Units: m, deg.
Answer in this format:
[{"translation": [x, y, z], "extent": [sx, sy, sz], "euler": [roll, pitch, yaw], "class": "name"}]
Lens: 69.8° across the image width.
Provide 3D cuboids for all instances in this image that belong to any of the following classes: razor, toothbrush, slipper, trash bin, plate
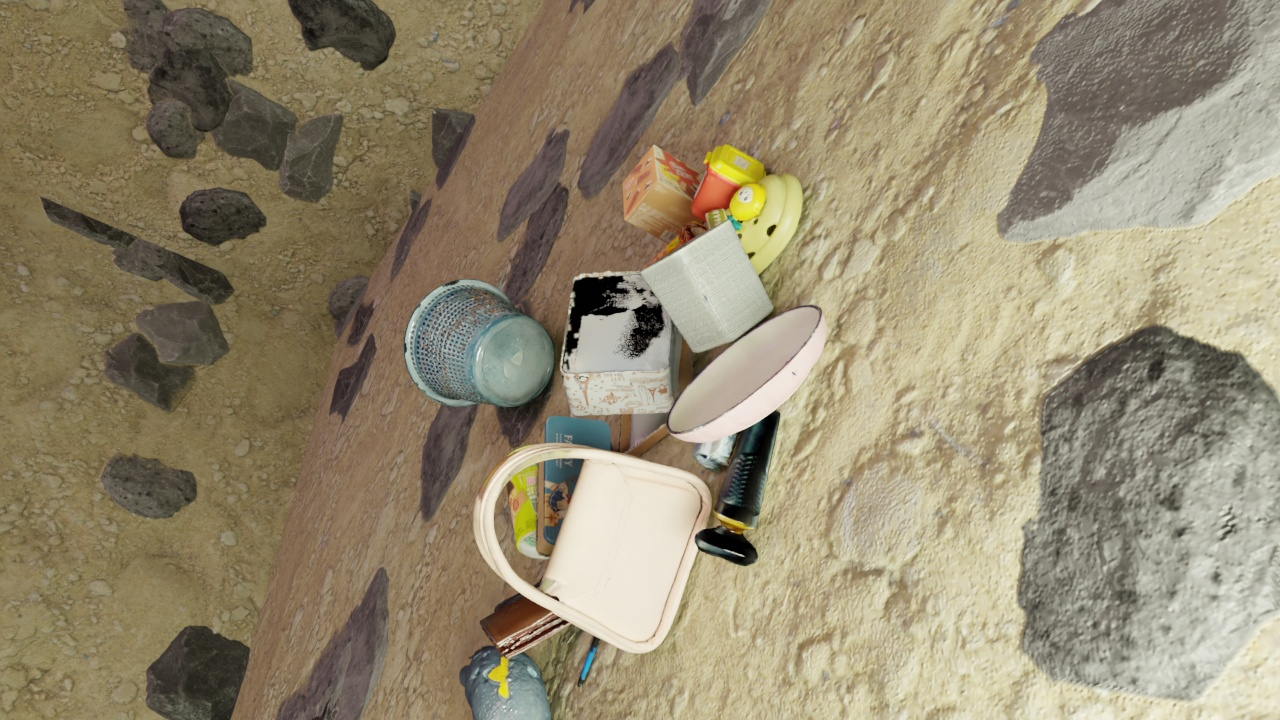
[{"translation": [0.102, 0.118, 0.896], "extent": [0.068, 0.062, 0.167], "euler": [95, -166, -66], "class": "razor"}, {"translation": [-0.160, 0.321, 1.253], "extent": [0.182, 0.018, 0.015], "euler": [-39, 42, 46], "class": "toothbrush"}, {"translation": [-0.039, 0.283, 1.053], "extent": [0.014, 0.016, 0.189], "euler": [6, 73, 68], "class": "toothbrush"}, {"translation": [0.111, -0.141, 1.069], "extent": [0.191, 0.081, 0.091], "euler": [-52, 31, 31], "class": "slipper"}, {"translation": [-0.252, -0.013, 1.531], "extent": [0.195, 0.226, 0.226], "euler": [18, 83, 52], "class": "trash bin"}, {"translation": [0.111, 0.020, 0.910], "extent": [0.192, 0.039, 0.192], "euler": [-38, 11, 9], "class": "plate"}]

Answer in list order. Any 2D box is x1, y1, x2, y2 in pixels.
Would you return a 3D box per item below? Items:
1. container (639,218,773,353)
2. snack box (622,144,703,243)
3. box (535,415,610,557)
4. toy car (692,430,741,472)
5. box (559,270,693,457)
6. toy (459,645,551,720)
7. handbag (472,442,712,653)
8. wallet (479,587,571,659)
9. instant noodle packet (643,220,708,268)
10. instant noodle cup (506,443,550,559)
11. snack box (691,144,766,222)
[{"translation": [0.076, -0.078, 1.015], "extent": [0.090, 0.114, 0.090], "euler": [-35, 8, -31], "class": "container"}, {"translation": [0.035, -0.226, 1.272], "extent": [0.077, 0.092, 0.094], "euler": [-47, 31, 34], "class": "snack box"}, {"translation": [-0.083, 0.152, 1.136], "extent": [0.061, 0.089, 0.184], "euler": [124, 147, -56], "class": "box"}, {"translation": [0.079, 0.089, 0.957], "extent": [0.091, 0.034, 0.043], "euler": [132, 159, -74], "class": "toy car"}, {"translation": [-0.006, 0.008, 1.145], "extent": [0.178, 0.153, 0.182], "euler": [83, -171, -47], "class": "box"}, {"translation": [-0.162, 0.416, 1.085], "extent": [0.356, 0.091, 0.138], "euler": [-145, 70, -66], "class": "toy"}, {"translation": [-0.057, 0.173, 0.927], "extent": [0.093, 0.234, 0.193], "euler": [-5, 63, 60], "class": "handbag"}, {"translation": [-0.130, 0.307, 1.115], "extent": [0.124, 0.032, 0.101], "euler": [-27, 13, -20], "class": "wallet"}, {"translation": [0.041, -0.116, 1.223], "extent": [0.129, 0.044, 0.110], "euler": [-41, 30, 41], "class": "instant noodle packet"}, {"translation": [-0.126, 0.190, 1.207], "extent": [0.112, 0.111, 0.123], "euler": [-46, 39, 35], "class": "instant noodle cup"}, {"translation": [0.105, -0.212, 1.134], "extent": [0.080, 0.082, 0.091], "euler": [-59, 6, 32], "class": "snack box"}]
